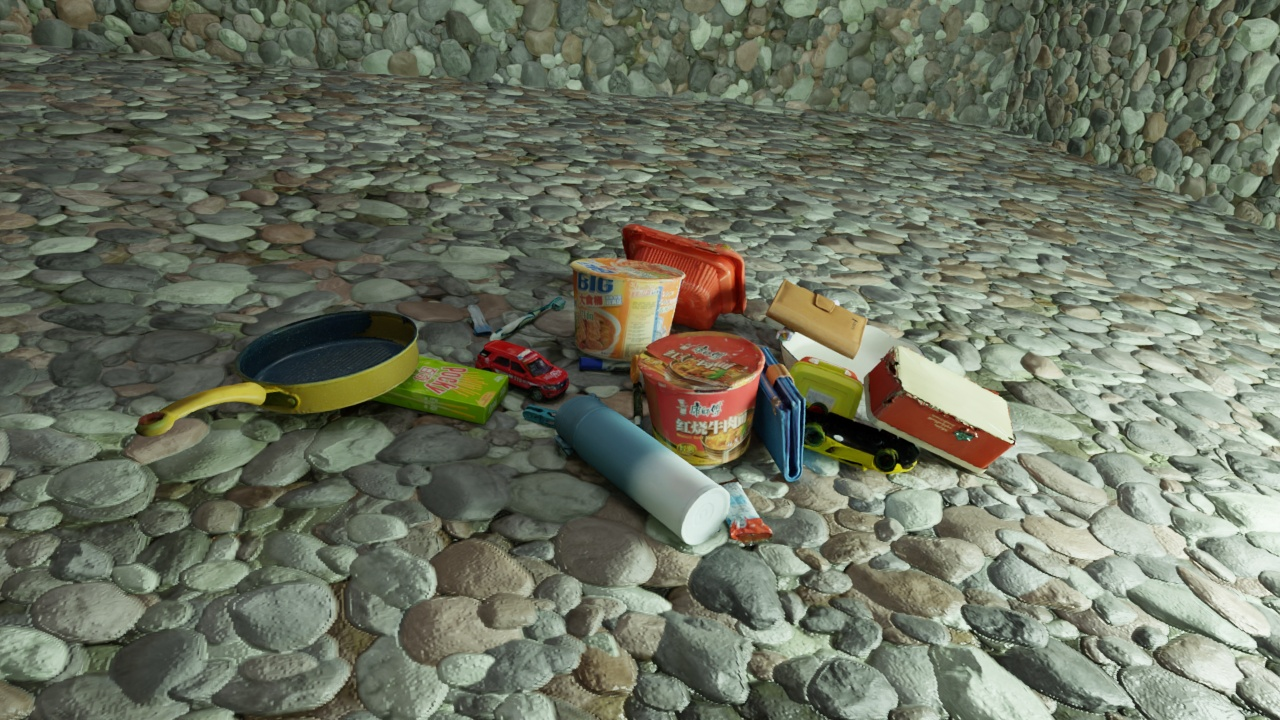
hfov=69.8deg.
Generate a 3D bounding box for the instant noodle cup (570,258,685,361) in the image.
[{"bbox_3d":[-0.021,-0.067,1.207,0.151,0.111,0.151,6,15,-2],"label":"instant noodle cup"}]

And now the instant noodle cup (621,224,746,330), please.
[{"bbox_3d":[0.054,-0.113,1.320,0.189,0.165,0.079,18,66,18],"label":"instant noodle cup"}]

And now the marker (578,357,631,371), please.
[{"bbox_3d":[-0.007,0.007,1.191,0.145,0.017,0.017,2,27,-13],"label":"marker"}]

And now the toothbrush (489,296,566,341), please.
[{"bbox_3d":[-0.154,-0.057,1.279,0.018,0.016,0.191,28,30,14],"label":"toothbrush"}]

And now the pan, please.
[{"bbox_3d":[-0.373,0.015,0.955,0.198,0.078,0.356,3,26,19],"label":"pan"}]

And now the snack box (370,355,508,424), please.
[{"bbox_3d":[-0.240,0.029,1.062,0.156,0.026,0.085,12,27,7],"label":"snack box"}]

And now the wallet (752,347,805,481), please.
[{"bbox_3d":[0.152,0.057,1.036,0.040,0.106,0.133,-9,28,-9],"label":"wallet"}]

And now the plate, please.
[{"bbox_3d":[0.291,0.003,1.260,0.205,0.046,0.204,7,26,-4],"label":"plate"}]

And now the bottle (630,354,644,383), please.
[{"bbox_3d":[0.043,0.014,1.137,0.108,0.063,0.063,3,26,-14],"label":"bottle"}]

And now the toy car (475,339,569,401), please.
[{"bbox_3d":[-0.143,0.011,1.111,0.120,0.045,0.052,21,30,20],"label":"toy car"}]

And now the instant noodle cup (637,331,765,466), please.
[{"bbox_3d":[0.067,0.043,1.015,0.138,0.109,0.137,-3,27,1],"label":"instant noodle cup"}]

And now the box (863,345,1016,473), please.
[{"bbox_3d":[0.352,0.051,1.067,0.168,0.079,0.091,25,41,-12],"label":"box"}]

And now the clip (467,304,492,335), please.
[{"bbox_3d":[-0.219,-0.053,1.244,0.024,0.028,0.056,-7,40,-26],"label":"clip"}]

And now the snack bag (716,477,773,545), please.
[{"bbox_3d":[0.095,0.148,0.922,0.045,0.026,0.105,-8,28,-13],"label":"snack bag"}]

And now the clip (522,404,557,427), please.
[{"bbox_3d":[-0.107,0.064,1.047,0.056,0.014,0.041,16,26,12],"label":"clip"}]

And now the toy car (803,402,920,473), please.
[{"bbox_3d":[0.243,0.094,1.060,0.156,0.041,0.071,18,27,9],"label":"toy car"}]

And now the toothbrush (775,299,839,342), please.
[{"bbox_3d":[0.242,-0.060,1.300,0.029,0.021,0.188,-14,8,38],"label":"toothbrush"}]

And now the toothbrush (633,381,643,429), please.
[{"bbox_3d":[-0.002,0.068,1.066,0.012,0.017,0.185,4,26,-3],"label":"toothbrush"}]

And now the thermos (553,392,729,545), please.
[{"bbox_3d":[-0.007,0.105,0.939,0.070,0.070,0.220,-14,33,-39],"label":"thermos"}]

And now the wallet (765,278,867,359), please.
[{"bbox_3d":[0.241,-0.058,1.248,0.132,0.031,0.107,28,32,6],"label":"wallet"}]

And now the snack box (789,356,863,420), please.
[{"bbox_3d":[0.224,0.037,1.133,0.091,0.082,0.080,20,19,9],"label":"snack box"}]
